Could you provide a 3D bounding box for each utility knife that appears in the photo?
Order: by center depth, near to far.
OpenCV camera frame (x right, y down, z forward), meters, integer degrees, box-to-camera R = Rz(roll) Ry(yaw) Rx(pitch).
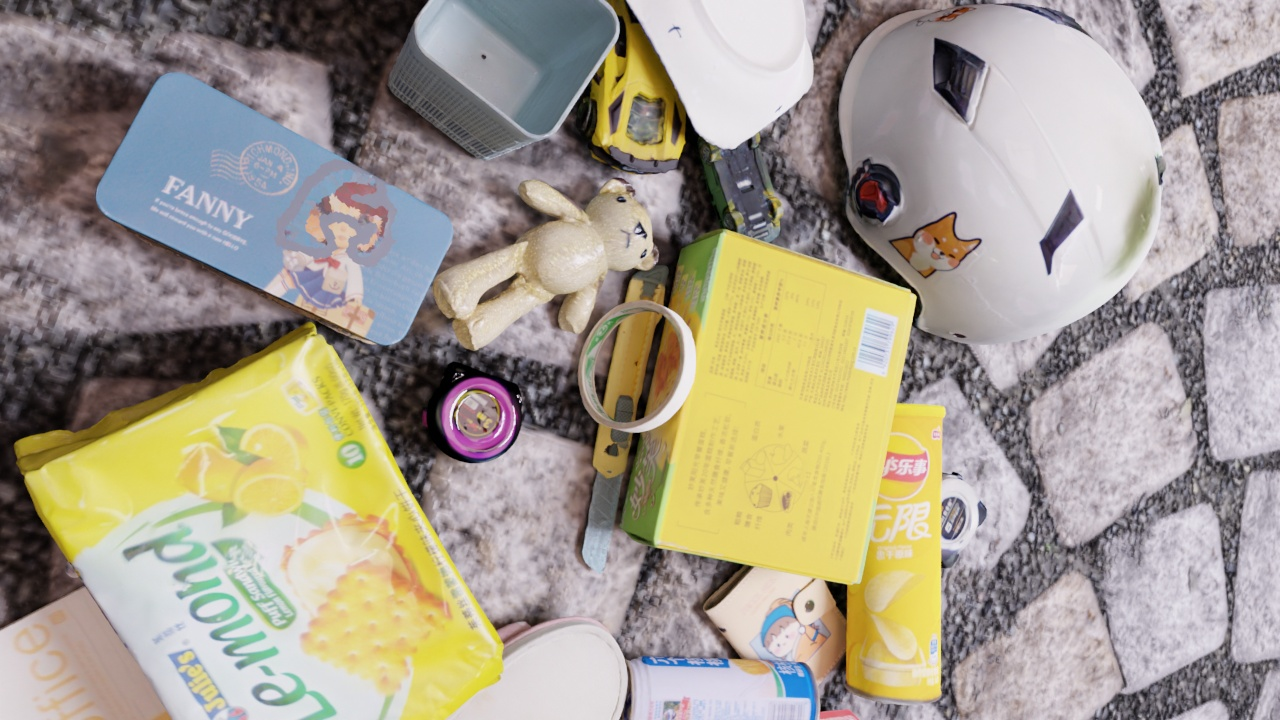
[{"bbox_3d":[-0.013,0.038,0.629,0.031,0.022,0.216,12,91,-19],"label":"utility knife"}]

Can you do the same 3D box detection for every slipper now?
[{"bbox_3d":[-0.125,0.255,0.561,0.273,0.054,0.114,-34,105,-23],"label":"slipper"}]

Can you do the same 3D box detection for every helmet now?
[{"bbox_3d":[0.283,-0.144,0.677,0.229,0.157,0.274,-31,104,-21],"label":"helmet"}]

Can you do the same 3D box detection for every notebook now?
[{"bbox_3d":[-0.268,0.182,0.515,0.206,0.010,0.146,-28,103,-21],"label":"notebook"}]

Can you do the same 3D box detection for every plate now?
[{"bbox_3d":[0.062,-0.239,0.612,0.163,0.034,0.164,-43,108,-38],"label":"plate"}]

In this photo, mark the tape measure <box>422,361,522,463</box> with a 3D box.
[{"bbox_3d":[-0.104,0.035,0.570,0.057,0.039,0.057,19,79,-24],"label":"tape measure"}]

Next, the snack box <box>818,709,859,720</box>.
[{"bbox_3d":[0.092,0.300,0.671,0.152,0.025,0.075,5,102,-25],"label":"snack box"}]

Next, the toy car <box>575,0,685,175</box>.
[{"bbox_3d":[0.000,-0.200,0.608,0.071,0.041,0.156,6,88,-27],"label":"toy car"}]

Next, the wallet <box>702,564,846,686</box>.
[{"bbox_3d":[0.108,0.195,0.685,0.087,0.024,0.115,-40,107,-13],"label":"wallet"}]

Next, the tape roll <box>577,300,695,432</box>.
[{"bbox_3d":[-0.004,0.003,0.592,0.014,0.086,0.085,20,83,-52],"label":"tape roll"}]

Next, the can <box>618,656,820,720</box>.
[{"bbox_3d":[0.051,0.233,0.632,0.134,0.053,0.053,7,89,-15],"label":"can"}]

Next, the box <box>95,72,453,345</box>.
[{"bbox_3d":[-0.202,-0.080,0.508,0.184,0.062,0.089,26,81,-25],"label":"box"}]

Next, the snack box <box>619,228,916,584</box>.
[{"bbox_3d":[0.088,0.034,0.630,0.157,0.070,0.210,15,84,-18],"label":"snack box"}]

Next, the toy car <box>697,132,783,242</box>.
[{"bbox_3d":[0.067,-0.123,0.644,0.043,0.036,0.091,-21,101,-22],"label":"toy car"}]

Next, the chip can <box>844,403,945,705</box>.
[{"bbox_3d":[0.188,0.138,0.682,0.072,0.072,0.213,4,86,-25],"label":"chip can"}]

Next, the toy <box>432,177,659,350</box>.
[{"bbox_3d":[-0.056,-0.060,0.573,0.157,0.066,0.105,-31,110,-27],"label":"toy"}]

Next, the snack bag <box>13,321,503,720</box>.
[{"bbox_3d":[-0.191,0.113,0.495,0.157,0.068,0.246,-30,101,-18],"label":"snack bag"}]

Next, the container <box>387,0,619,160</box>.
[{"bbox_3d":[-0.086,-0.175,0.529,0.090,0.112,0.089,36,76,-22],"label":"container"}]

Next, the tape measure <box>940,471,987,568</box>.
[{"bbox_3d":[0.238,0.123,0.735,0.065,0.034,0.066,-46,112,-18],"label":"tape measure"}]

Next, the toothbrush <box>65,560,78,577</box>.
[{"bbox_3d":[-0.250,0.050,0.515,0.016,0.016,0.180,44,75,-8],"label":"toothbrush"}]
